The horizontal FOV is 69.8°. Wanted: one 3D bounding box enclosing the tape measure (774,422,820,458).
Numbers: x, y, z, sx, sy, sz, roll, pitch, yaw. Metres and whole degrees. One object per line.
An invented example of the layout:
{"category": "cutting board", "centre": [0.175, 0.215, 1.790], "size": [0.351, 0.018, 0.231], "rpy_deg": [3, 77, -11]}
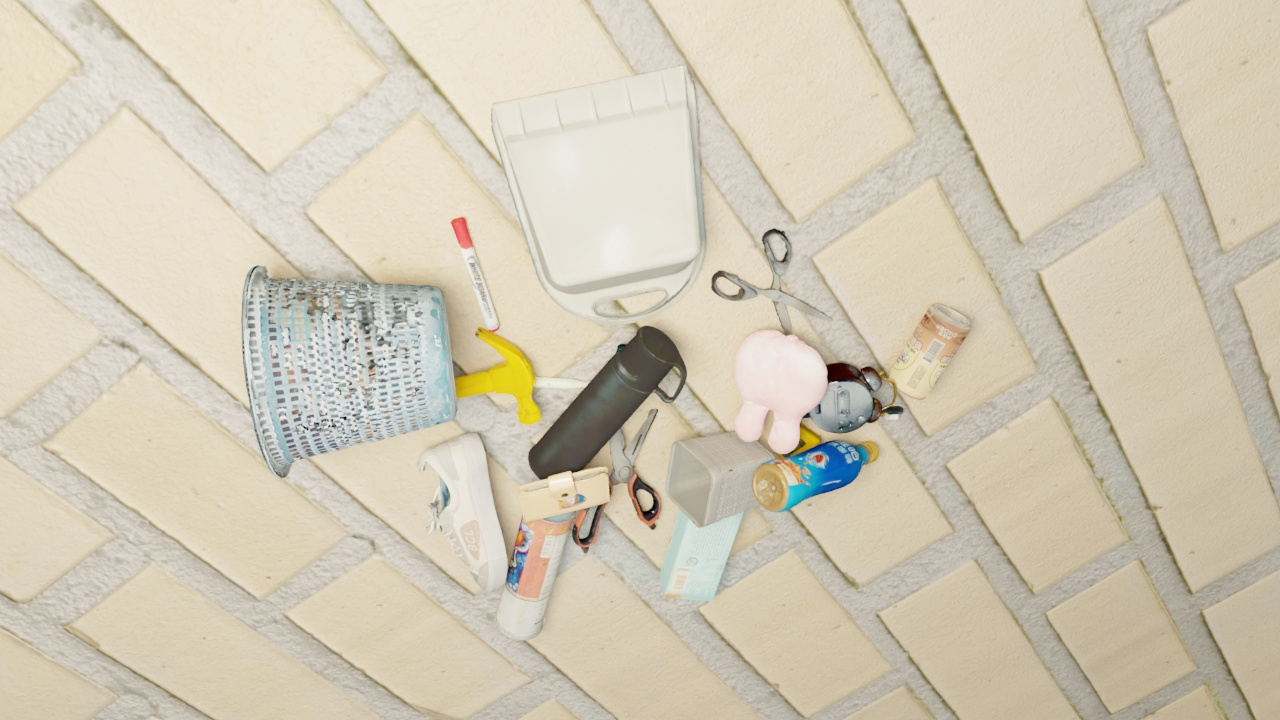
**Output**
{"category": "tape measure", "centre": [0.207, 0.111, 1.244], "size": [0.060, 0.028, 0.057], "rpy_deg": [34, 110, -24]}

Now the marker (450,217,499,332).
{"category": "marker", "centre": [-0.190, -0.097, 1.065], "size": [0.017, 0.017, 0.145], "rpy_deg": [-14, 121, -1]}

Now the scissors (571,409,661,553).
{"category": "scissors", "centre": [-0.027, 0.165, 1.224], "size": [0.189, 0.015, 0.227], "rpy_deg": [-36, 128, -9]}

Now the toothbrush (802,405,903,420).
{"category": "toothbrush", "centre": [0.269, 0.073, 1.240], "size": [0.181, 0.015, 0.018], "rpy_deg": [0, 129, -10]}

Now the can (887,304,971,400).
{"category": "can", "centre": [0.371, -0.011, 1.182], "size": [0.058, 0.058, 0.116], "rpy_deg": [17, 116, -18]}

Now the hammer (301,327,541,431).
{"category": "hammer", "centre": [-0.276, 0.045, 1.116], "size": [0.301, 0.032, 0.129], "rpy_deg": [-13, 108, 2]}

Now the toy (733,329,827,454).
{"category": "toy", "centre": [0.170, 0.039, 1.163], "size": [0.121, 0.054, 0.160], "rpy_deg": [21, 116, 19]}

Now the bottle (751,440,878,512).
{"category": "bottle", "centre": [0.238, 0.143, 1.203], "size": [0.218, 0.065, 0.065], "rpy_deg": [-10, 127, -41]}

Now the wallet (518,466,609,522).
{"category": "wallet", "centre": [-0.095, 0.168, 1.157], "size": [0.115, 0.024, 0.087], "rpy_deg": [-11, 142, -9]}

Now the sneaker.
{"category": "sneaker", "centre": [-0.234, 0.211, 1.193], "size": [0.090, 0.089, 0.242], "rpy_deg": [-15, 119, -18]}

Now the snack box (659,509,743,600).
{"category": "snack box", "centre": [0.084, 0.261, 1.298], "size": [0.074, 0.051, 0.175], "rpy_deg": [7, 120, -14]}

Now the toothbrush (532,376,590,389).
{"category": "toothbrush", "centre": [-0.102, 0.031, 1.153], "size": [0.189, 0.020, 0.029], "rpy_deg": [5, 162, -11]}

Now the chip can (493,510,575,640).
{"category": "chip can", "centre": [-0.146, 0.283, 1.263], "size": [0.071, 0.071, 0.215], "rpy_deg": [10, 118, -15]}

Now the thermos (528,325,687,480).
{"category": "thermos", "centre": [-0.039, 0.067, 1.123], "size": [0.090, 0.068, 0.243], "rpy_deg": [44, 121, 2]}

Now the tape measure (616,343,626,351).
{"category": "tape measure", "centre": [-0.007, 0.007, 1.151], "size": [0.058, 0.025, 0.055], "rpy_deg": [12, 117, -15]}

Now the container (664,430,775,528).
{"category": "container", "centre": [0.107, 0.149, 1.200], "size": [0.114, 0.090, 0.090], "rpy_deg": [-11, 124, -31]}

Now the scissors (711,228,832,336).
{"category": "scissors", "centre": [0.168, -0.085, 1.134], "size": [0.180, 0.014, 0.160], "rpy_deg": [5, 121, -15]}

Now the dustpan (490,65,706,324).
{"category": "dustpan", "centre": [-0.033, -0.170, 1.052], "size": [0.222, 0.142, 0.257], "rpy_deg": [-12, 92, -2]}

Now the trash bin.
{"category": "trash bin", "centre": [-0.302, 0.003, 0.992], "size": [0.195, 0.226, 0.227], "rpy_deg": [-6, 121, -12]}

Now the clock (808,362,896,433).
{"category": "clock", "centre": [0.270, 0.047, 1.190], "size": [0.122, 0.055, 0.082], "rpy_deg": [-4, 119, 9]}
